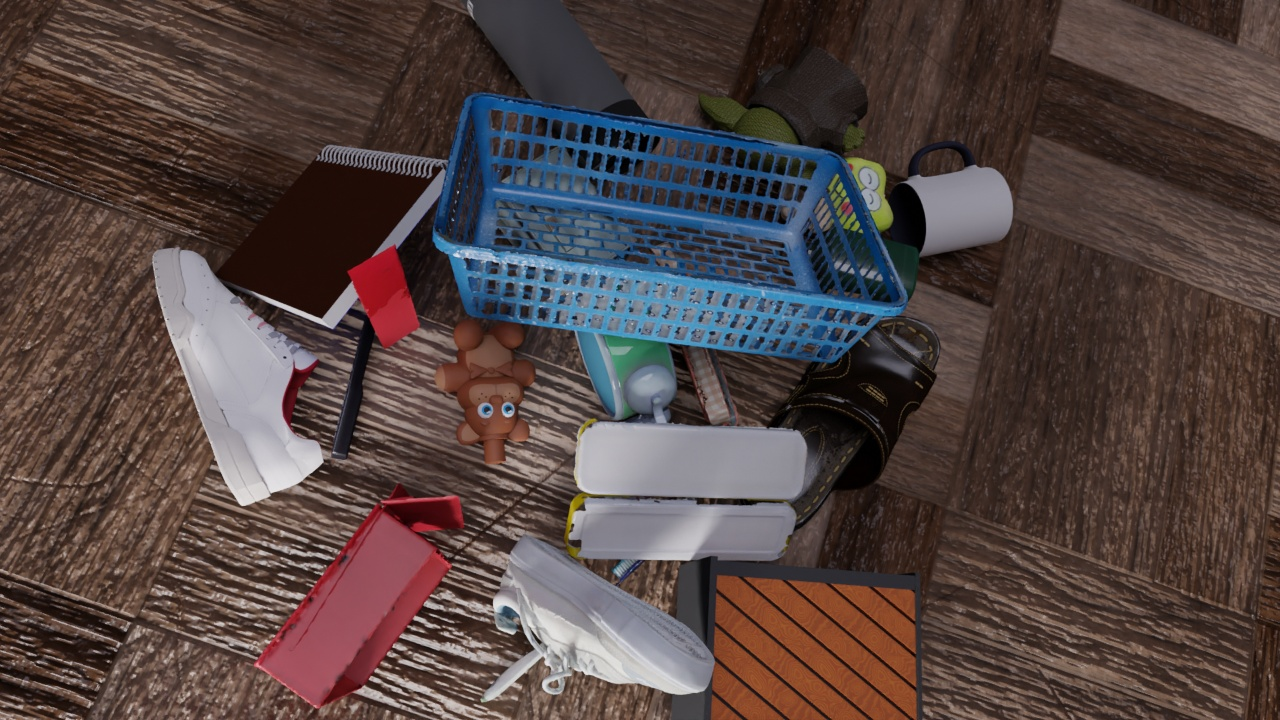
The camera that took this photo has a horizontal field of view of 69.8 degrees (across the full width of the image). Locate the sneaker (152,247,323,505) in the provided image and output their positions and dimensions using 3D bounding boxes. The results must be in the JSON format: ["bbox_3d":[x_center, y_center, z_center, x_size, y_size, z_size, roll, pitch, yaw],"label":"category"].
[{"bbox_3d":[-0.344,0.001,0.811,0.104,0.090,0.236,-21,77,-22],"label":"sneaker"}]

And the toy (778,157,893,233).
[{"bbox_3d":[0.202,-0.167,0.951,0.115,0.046,0.092,-3,74,0],"label":"toy"}]

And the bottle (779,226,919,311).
[{"bbox_3d":[0.205,-0.096,0.922,0.131,0.061,0.061,14,71,-4],"label":"bottle"}]

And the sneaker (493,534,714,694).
[{"bbox_3d":[-0.040,0.223,0.734,0.089,0.242,0.090,34,79,-39],"label":"sneaker"}]

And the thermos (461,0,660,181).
[{"bbox_3d":[-0.082,-0.296,0.926,0.082,0.082,0.240,-33,82,-15],"label":"thermos"}]

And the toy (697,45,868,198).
[{"bbox_3d":[0.162,-0.251,0.949,0.152,0.078,0.179,-42,67,-10],"label":"toy"}]

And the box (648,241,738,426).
[{"bbox_3d":[0.050,-0.021,0.878,0.042,0.083,0.187,-18,79,2],"label":"box"}]

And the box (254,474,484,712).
[{"bbox_3d":[-0.204,0.186,0.708,0.153,0.215,0.164,-9,77,-11],"label":"box"}]

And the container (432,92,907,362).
[{"bbox_3d":[0.016,-0.109,0.785,0.362,0.089,0.256,7,39,-9],"label":"container"}]

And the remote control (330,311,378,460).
[{"bbox_3d":[-0.260,0.023,0.841,0.015,0.032,0.136,14,72,-16],"label":"remote control"}]

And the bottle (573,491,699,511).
[{"bbox_3d":[-0.004,0.136,0.832,0.105,0.056,0.056,-13,77,-11],"label":"bottle"}]

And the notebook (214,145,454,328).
[{"bbox_3d":[-0.275,-0.120,0.815,0.209,0.022,0.171,17,67,42],"label":"notebook"}]

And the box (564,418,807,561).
[{"bbox_3d":[0.041,0.115,0.792,0.209,0.036,0.130,4,105,-16],"label":"box"}]

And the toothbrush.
[{"bbox_3d":[-0.069,0.235,0.818,0.188,0.016,0.017,-40,73,-16],"label":"toothbrush"}]

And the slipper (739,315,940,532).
[{"bbox_3d":[0.196,0.052,0.873,0.113,0.076,0.267,43,74,4],"label":"slipper"}]

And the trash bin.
[{"bbox_3d":[0.126,0.247,0.776,0.171,0.140,0.139,6,74,-6],"label":"trash bin"}]

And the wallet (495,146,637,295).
[{"bbox_3d":[-0.077,-0.133,0.897,0.100,0.054,0.131,-39,87,-6],"label":"wallet"}]

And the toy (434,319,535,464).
[{"bbox_3d":[-0.138,0.029,0.840,0.094,0.065,0.127,-3,78,-23],"label":"toy"}]

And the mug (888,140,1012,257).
[{"bbox_3d":[0.314,-0.168,0.942,0.096,0.079,0.112,-12,96,-11],"label":"mug"}]

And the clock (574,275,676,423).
[{"bbox_3d":[-0.005,0.005,0.830,0.075,0.122,0.161,-19,66,-12],"label":"clock"}]
